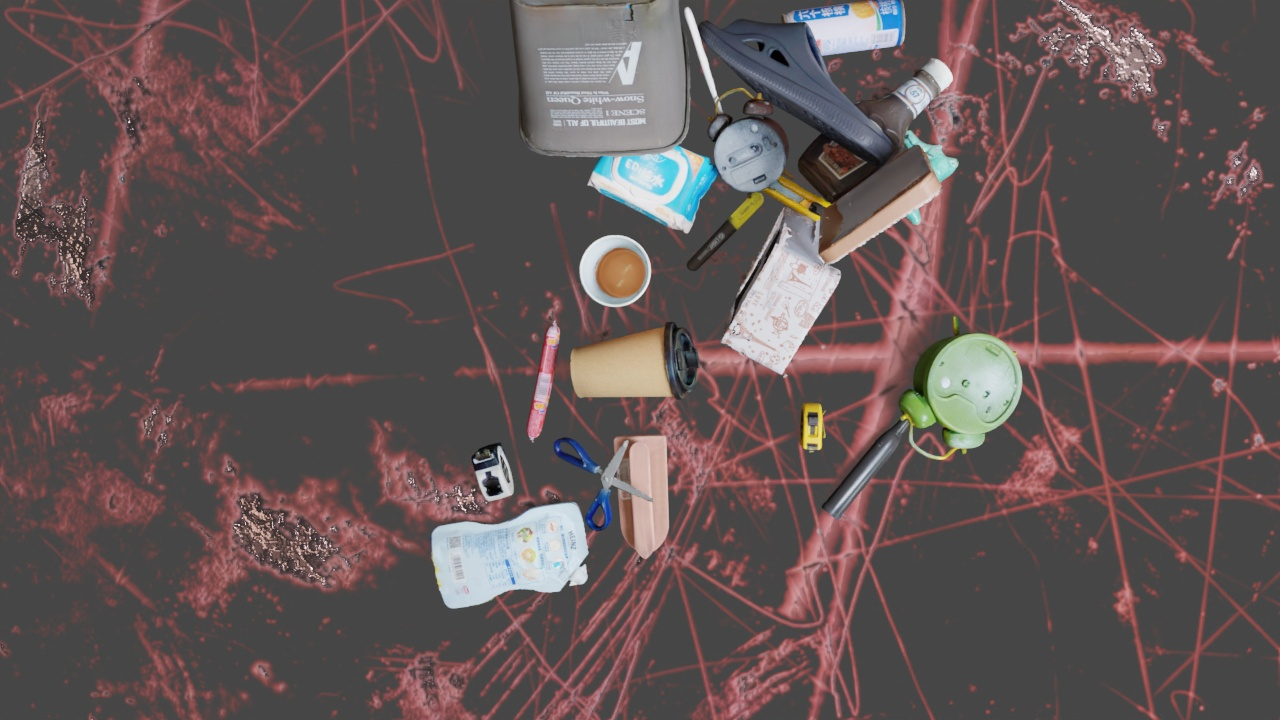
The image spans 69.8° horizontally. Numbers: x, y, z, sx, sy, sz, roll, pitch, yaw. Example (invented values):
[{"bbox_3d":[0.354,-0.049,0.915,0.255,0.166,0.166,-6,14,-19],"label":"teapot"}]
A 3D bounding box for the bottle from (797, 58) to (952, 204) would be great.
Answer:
[{"bbox_3d":[0.276,-0.270,1.065,0.195,0.044,0.080,-42,77,5],"label":"bottle"}]

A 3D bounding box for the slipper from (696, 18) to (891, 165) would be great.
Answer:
[{"bbox_3d":[0.181,-0.313,1.008,0.268,0.110,0.083,42,102,24],"label":"slipper"}]

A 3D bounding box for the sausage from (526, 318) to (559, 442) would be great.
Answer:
[{"bbox_3d":[-0.118,0.025,1.127,0.020,0.020,0.156,12,95,2],"label":"sausage"}]

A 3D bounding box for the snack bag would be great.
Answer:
[{"bbox_3d":[-0.159,0.242,1.137,0.191,0.039,0.110,-11,88,3],"label":"snack bag"}]

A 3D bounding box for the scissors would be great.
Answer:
[{"bbox_3d":[-0.048,0.141,1.090,0.162,0.012,0.176,40,136,28],"label":"scissors"}]

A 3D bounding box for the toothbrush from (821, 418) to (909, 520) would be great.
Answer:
[{"bbox_3d":[0.293,0.102,1.103,0.027,0.026,0.212,37,93,-18],"label":"toothbrush"}]

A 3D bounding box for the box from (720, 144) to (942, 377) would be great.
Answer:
[{"bbox_3d":[0.199,-0.124,0.985,0.106,0.177,0.273,39,116,-6],"label":"box"}]

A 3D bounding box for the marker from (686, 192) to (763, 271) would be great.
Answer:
[{"bbox_3d":[0.101,-0.154,1.101,0.018,0.015,0.124,45,97,3],"label":"marker"}]

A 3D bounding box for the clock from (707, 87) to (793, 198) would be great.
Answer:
[{"bbox_3d":[0.124,-0.249,1.046,0.082,0.055,0.122,-20,105,26],"label":"clock"}]

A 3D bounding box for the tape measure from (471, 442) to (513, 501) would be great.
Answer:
[{"bbox_3d":[-0.179,0.136,1.115,0.033,0.065,0.066,-16,92,2],"label":"tape measure"}]

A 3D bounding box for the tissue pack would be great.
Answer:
[{"bbox_3d":[0.014,-0.218,1.078,0.140,0.063,0.090,27,94,1],"label":"tissue pack"}]

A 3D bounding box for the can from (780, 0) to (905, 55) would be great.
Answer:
[{"bbox_3d":[0.232,-0.382,1.057,0.134,0.053,0.053,-6,94,4],"label":"can"}]

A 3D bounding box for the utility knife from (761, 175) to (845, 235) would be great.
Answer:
[{"bbox_3d":[0.186,-0.191,1.093,0.154,0.015,0.033,29,93,2],"label":"utility knife"}]

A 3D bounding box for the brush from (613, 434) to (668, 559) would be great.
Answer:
[{"bbox_3d":[0.002,0.162,1.103,0.063,0.073,0.145,-2,96,3],"label":"brush"}]

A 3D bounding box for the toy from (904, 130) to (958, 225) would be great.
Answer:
[{"bbox_3d":[0.326,-0.220,1.077,0.092,0.030,0.096,-38,84,1],"label":"toy"}]

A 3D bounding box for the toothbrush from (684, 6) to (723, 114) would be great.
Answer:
[{"bbox_3d":[0.082,-0.317,1.036,0.016,0.016,0.180,-18,133,11],"label":"toothbrush"}]

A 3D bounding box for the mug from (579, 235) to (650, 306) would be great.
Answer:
[{"bbox_3d":[-0.025,-0.102,1.059,0.078,0.122,0.078,0,94,2],"label":"mug"}]

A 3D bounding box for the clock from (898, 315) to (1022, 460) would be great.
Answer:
[{"bbox_3d":[0.368,0.040,1.067,0.116,0.056,0.161,29,90,-10],"label":"clock"}]

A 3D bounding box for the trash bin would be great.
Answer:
[{"bbox_3d":[-0.045,-0.355,0.966,0.199,0.220,0.198,-1,71,2],"label":"trash bin"}]

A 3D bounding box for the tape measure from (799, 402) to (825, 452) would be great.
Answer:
[{"bbox_3d":[0.206,0.079,1.091,0.029,0.060,0.057,2,89,5],"label":"tape measure"}]

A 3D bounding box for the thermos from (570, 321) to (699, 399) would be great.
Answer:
[{"bbox_3d":[-0.006,0.006,1.088,0.143,0.093,0.093,-8,94,13],"label":"thermos"}]
